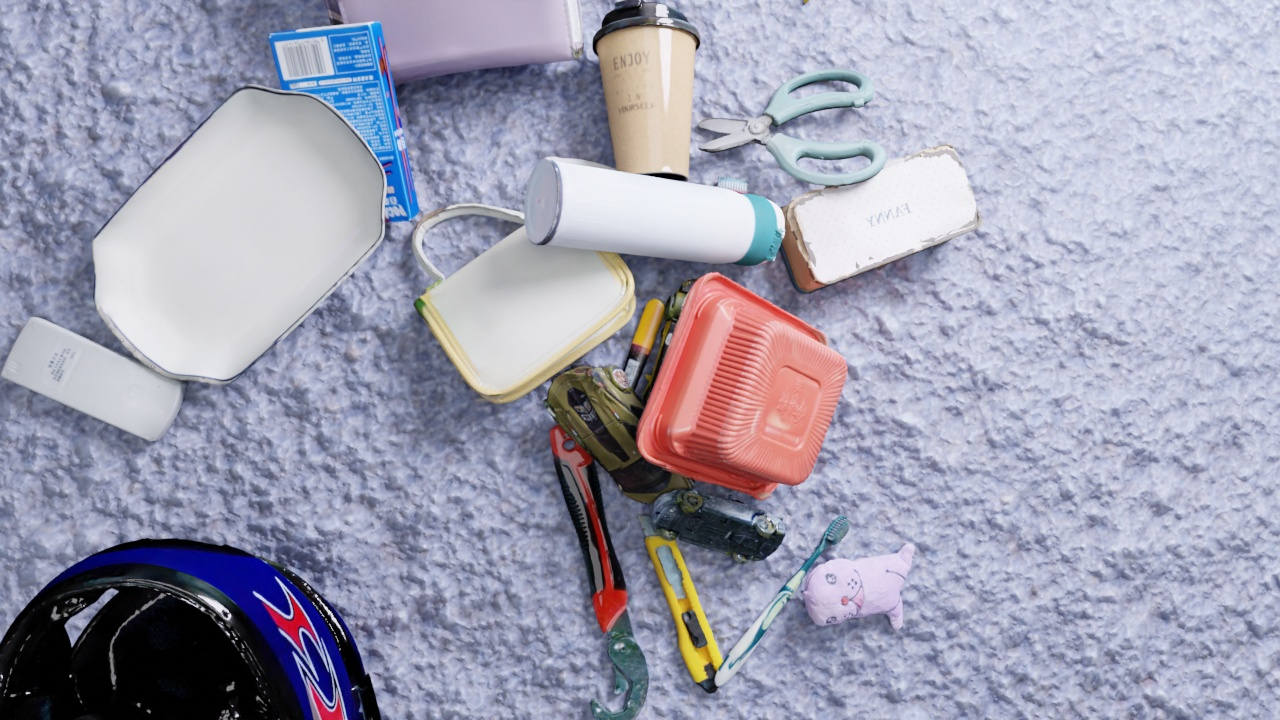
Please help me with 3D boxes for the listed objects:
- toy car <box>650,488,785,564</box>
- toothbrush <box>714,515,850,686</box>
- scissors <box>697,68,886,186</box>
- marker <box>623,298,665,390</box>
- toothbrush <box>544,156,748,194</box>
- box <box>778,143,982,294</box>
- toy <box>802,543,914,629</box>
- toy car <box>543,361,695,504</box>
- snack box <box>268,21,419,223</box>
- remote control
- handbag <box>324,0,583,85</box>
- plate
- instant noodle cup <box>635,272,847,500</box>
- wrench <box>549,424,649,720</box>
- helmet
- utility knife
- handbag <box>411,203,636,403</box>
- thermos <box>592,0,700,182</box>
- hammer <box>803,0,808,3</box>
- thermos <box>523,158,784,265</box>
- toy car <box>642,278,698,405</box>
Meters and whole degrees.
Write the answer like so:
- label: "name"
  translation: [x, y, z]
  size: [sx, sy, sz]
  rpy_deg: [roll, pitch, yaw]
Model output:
- label: "toy car"
  translation: [0.068, 0.142, 0.802]
  size: [0.120, 0.054, 0.036]
  rpy_deg: [17, 42, -13]
- label: "toothbrush"
  translation: [0.129, 0.214, 0.821]
  size: [0.016, 0.018, 0.191]
  rpy_deg: [43, 79, -15]
- label: "scissors"
  translation: [0.138, -0.219, 0.823]
  size: [0.177, 0.019, 0.169]
  rpy_deg: [14, 64, 16]
- label: "marker"
  translation: [-0.005, 0.005, 0.817]
  size: [0.018, 0.015, 0.124]
  rpy_deg: [19, 88, 19]
- label: "toothbrush"
  translation: [0.007, -0.167, 0.821]
  size: [0.187, 0.016, 0.017]
  rpy_deg: [8, 80, -7]
- label: "box"
  translation: [0.205, -0.124, 0.824]
  size: [0.184, 0.062, 0.090]
  rpy_deg: [-19, 90, -5]
- label: "toy"
  translation: [0.193, 0.207, 0.821]
  size: [0.108, 0.039, 0.084]
  rpy_deg: [-2, 103, -21]
- label: "toy car"
  translation: [-0.015, 0.066, 0.780]
  size: [0.070, 0.042, 0.158]
  rpy_deg: [-34, 108, 29]
- label: "snack box"
  translation: [-0.239, -0.189, 0.747]
  size: [0.084, 0.026, 0.157]
  rpy_deg: [-3, 114, 8]
- label: "remote control"
  translation: [-0.449, 0.016, 0.758]
  size: [0.135, 0.019, 0.056]
  rpy_deg: [24, 86, -6]
- label: "handbag"
  translation: [-0.153, -0.308, 0.750]
  size: [0.197, 0.098, 0.145]
  rpy_deg: [-7, 107, 4]
- label: "plate"
  translation: [-0.319, -0.098, 0.740]
  size: [0.266, 0.034, 0.162]
  rpy_deg: [-41, 97, 10]
- label: "instant noodle cup"
  translation: [0.098, 0.032, 0.762]
  size: [0.188, 0.079, 0.164]
  rpy_deg: [22, 87, -42]
- label: "wrench"
  translation: [-0.037, 0.188, 0.808]
  size: [0.056, 0.016, 0.273]
  rpy_deg: [-11, 90, -12]
- label: "helmet"
  translation: [-0.311, 0.258, 0.655]
  size: [0.247, 0.240, 0.315]
  rpy_deg: [-3, 99, -8]
- label: "utility knife"
  translation: [0.036, 0.216, 0.816]
  size: [0.033, 0.015, 0.173]
  rpy_deg: [-22, 92, -11]
- label: "handbag"
  translation: [-0.111, -0.070, 0.790]
  size: [0.163, 0.063, 0.178]
  rpy_deg: [-36, 78, -7]
- label: "thermos"
  translation: [0.007, -0.223, 0.781]
  size: [0.093, 0.093, 0.143]
  rpy_deg: [-2, 87, -7]
- label: "hammer"
  translation: [0.046, -0.374, 0.822]
  size: [0.300, 0.033, 0.128]
  rpy_deg: [-11, 89, -7]
- label: "thermos"
  translation: [0.019, -0.119, 0.762]
  size: [0.223, 0.073, 0.073]
  rpy_deg: [3, 88, -30]
- label: "toy car"
  translation: [0.044, 0.003, 0.808]
  size: [0.071, 0.041, 0.156]
  rpy_deg: [16, 92, -6]
